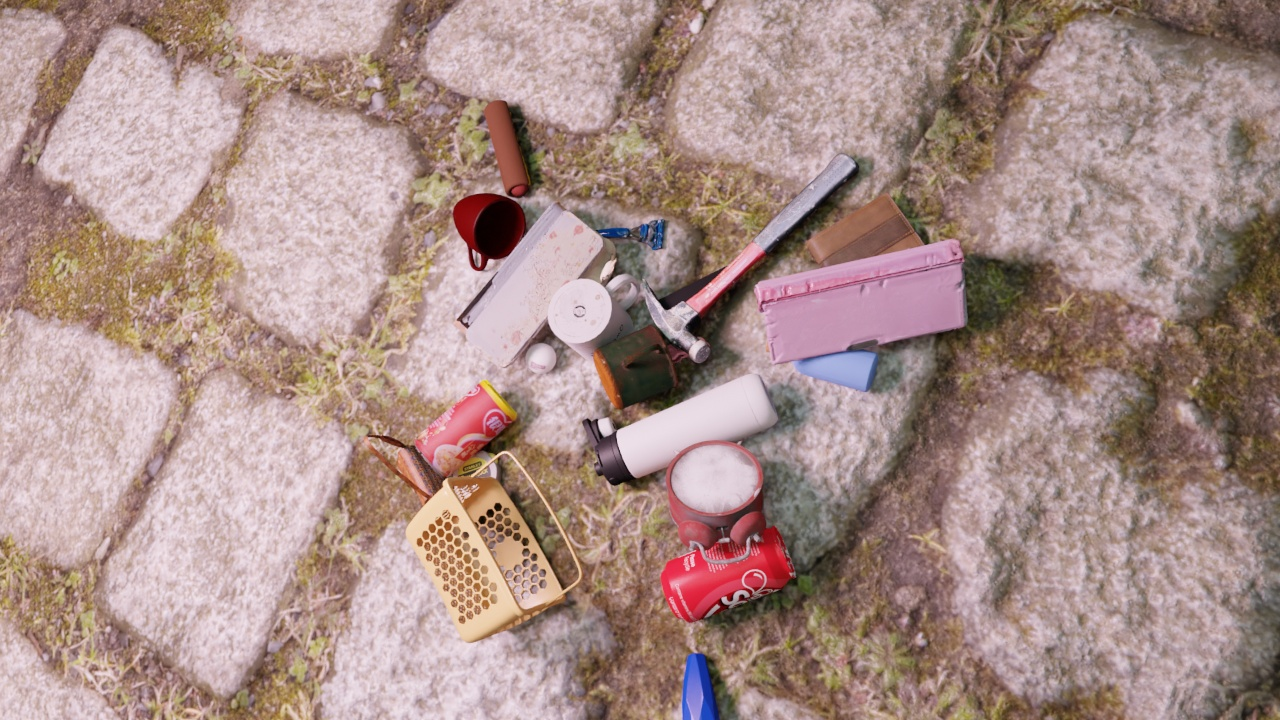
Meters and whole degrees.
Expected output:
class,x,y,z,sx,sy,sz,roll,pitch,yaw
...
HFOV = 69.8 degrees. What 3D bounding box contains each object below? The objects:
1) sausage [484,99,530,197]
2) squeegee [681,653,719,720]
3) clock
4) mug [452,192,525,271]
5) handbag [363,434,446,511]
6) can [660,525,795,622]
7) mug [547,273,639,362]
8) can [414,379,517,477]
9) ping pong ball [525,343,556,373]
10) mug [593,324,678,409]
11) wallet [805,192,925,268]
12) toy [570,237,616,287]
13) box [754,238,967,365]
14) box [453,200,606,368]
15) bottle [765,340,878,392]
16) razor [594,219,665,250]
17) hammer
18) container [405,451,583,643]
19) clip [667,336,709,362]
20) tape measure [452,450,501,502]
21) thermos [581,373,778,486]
class,x,y,z,sx,sy,sz,roll,pitch,yaw
sausage,-0.189,-0.302,1.310,0.040,0.040,0.155,-20,70,10
squeegee,0.071,0.422,1.021,0.250,0.055,0.184,-12,61,14
clock,0.088,0.166,1.036,0.110,0.062,0.156,-7,43,0
mug,-0.222,-0.181,1.273,0.088,0.087,0.114,29,113,39
handbag,-0.296,0.135,1.135,0.043,0.196,0.093,-34,65,-1
can,0.099,0.244,1.049,0.142,0.074,0.074,-23,70,10
mug,-0.048,-0.061,1.167,0.119,0.096,0.083,-43,68,2
can,-0.226,0.088,1.186,0.124,0.067,0.066,-41,67,-8
ping pong ball,-0.131,-0.003,1.206,0.040,0.040,0.040,-5,74,16
mug,-0.007,0.006,1.117,0.081,0.111,0.085,-23,78,-9
wallet,0.279,-0.137,1.128,0.121,0.027,0.098,-31,73,5
toy,-0.063,-0.122,1.212,0.112,0.050,0.087,22,82,39
box,0.255,-0.061,1.063,0.233,0.099,0.107,-12,89,4
box,-0.144,-0.100,1.211,0.095,0.115,0.217,40,93,-10
bottle,0.214,-0.002,1.097,0.131,0.048,0.048,16,80,20
razor,-0.037,-0.170,1.236,0.141,0.018,0.043,0,76,17
hammer,0.143,-0.146,1.157,0.326,0.036,0.140,-43,53,-3
container,-0.166,0.223,1.103,0.167,0.129,0.183,-39,72,16
clip,0.062,-0.014,1.165,0.060,0.044,0.023,-28,59,38
tape measure,-0.213,0.154,1.201,0.064,0.017,0.065,-19,70,11
thermos,0.045,0.074,1.122,0.230,0.068,0.101,-23,57,11
